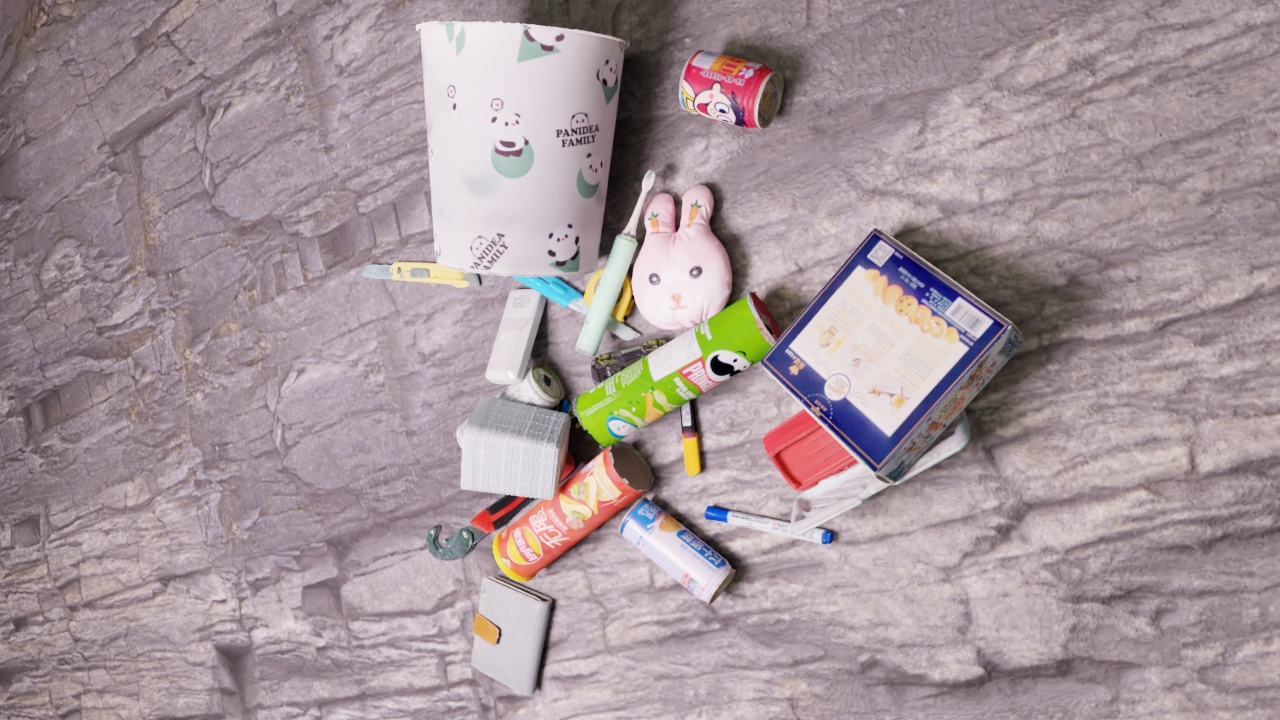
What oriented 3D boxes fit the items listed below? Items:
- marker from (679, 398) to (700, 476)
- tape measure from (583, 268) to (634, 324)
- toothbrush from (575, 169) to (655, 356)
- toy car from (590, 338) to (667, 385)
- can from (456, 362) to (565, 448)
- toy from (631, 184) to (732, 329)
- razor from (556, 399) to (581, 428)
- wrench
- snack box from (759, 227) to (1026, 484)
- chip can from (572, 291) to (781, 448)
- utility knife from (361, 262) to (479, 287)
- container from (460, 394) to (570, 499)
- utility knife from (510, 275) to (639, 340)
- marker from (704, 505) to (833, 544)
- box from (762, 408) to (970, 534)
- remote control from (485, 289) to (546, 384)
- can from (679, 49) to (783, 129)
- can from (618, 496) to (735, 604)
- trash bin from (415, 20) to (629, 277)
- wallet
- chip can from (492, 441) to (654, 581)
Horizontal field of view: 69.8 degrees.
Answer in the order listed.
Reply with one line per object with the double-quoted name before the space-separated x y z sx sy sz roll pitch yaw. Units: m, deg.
"marker" 0.055 0.070 1.052 0.018 0.015 0.124 -7 89 27
"tape measure" -0.033 -0.080 1.076 0.060 0.028 0.057 26 105 16
"toothbrush" -0.026 -0.109 1.040 0.026 0.027 0.225 17 104 -15
"toy car" -0.006 0.006 1.069 0.105 0.032 0.048 -15 93 17
"can" -0.163 0.066 1.142 0.147 0.058 0.058 -38 77 25
"toy" 0.043 -0.115 1.023 0.121 0.054 0.159 -9 82 28
"razor" -0.040 0.058 1.098 0.143 0.022 0.042 -13 52 28
"wrench" -0.183 0.192 1.189 0.274 0.016 0.056 -35 79 27
"snack box" 0.234 -0.008 0.882 0.183 0.045 0.178 -51 50 12
"chip can" 0.039 0.013 1.004 0.236 0.072 0.072 -31 80 18
"utility knife" -0.295 -0.115 1.225 0.202 0.021 0.031 6 91 32
"container" -0.144 0.103 1.075 0.111 0.090 0.090 9 119 2
"utility knife" -0.097 -0.083 1.113 0.234 0.034 0.018 32 151 20
"marker" 0.140 0.182 1.014 0.146 0.016 0.017 7 98 27
"box" 0.218 0.081 0.916 0.202 0.099 0.110 -35 88 25
"remote control" -0.153 -0.030 1.120 0.049 0.024 0.124 1 63 27
"can" 0.096 -0.285 0.969 0.094 0.066 0.066 23 104 24
"can" 0.041 0.217 1.049 0.134 0.053 0.053 36 110 21
"trash bin" -0.132 -0.230 1.018 0.230 0.229 0.252 10 105 27
"wallet" -0.172 0.353 1.185 0.107 0.037 0.130 16 101 25
"chip can" -0.084 0.183 1.104 0.217 0.073 0.073 -41 76 24
